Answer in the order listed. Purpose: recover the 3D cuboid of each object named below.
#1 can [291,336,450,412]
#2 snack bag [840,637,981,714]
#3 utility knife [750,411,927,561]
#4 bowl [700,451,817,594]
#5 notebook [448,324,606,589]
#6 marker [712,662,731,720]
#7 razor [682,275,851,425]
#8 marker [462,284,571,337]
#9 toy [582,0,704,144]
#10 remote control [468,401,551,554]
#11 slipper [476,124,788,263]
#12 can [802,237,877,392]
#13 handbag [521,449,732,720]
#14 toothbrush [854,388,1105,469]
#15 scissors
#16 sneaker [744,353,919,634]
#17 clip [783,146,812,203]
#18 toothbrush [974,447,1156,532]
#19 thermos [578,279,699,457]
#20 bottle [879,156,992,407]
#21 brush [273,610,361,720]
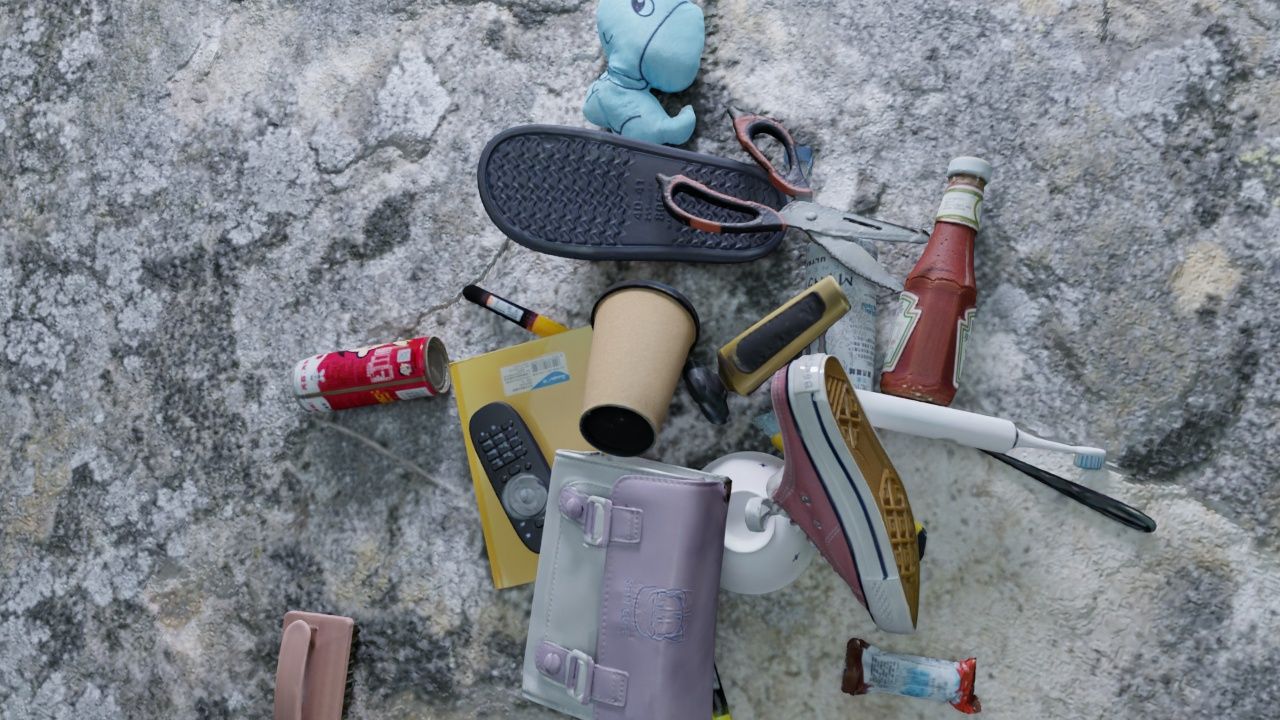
[{"bbox_3d":[-0.244,0.014,0.833,0.133,0.053,0.053,-9,79,10],"label":"can"},{"bbox_3d":[0.211,0.245,0.712,0.105,0.026,0.045,5,90,14],"label":"snack bag"},{"bbox_3d":[0.162,0.100,0.752,0.177,0.015,0.033,40,90,15],"label":"utility knife"},{"bbox_3d":[0.085,0.130,0.739,0.118,0.064,0.118,-2,80,12],"label":"bowl"},{"bbox_3d":[-0.080,0.084,0.800,0.146,0.010,0.206,-15,83,9],"label":"notebook"},{"bbox_3d":[0.059,0.270,0.747,0.018,0.015,0.124,-18,74,7],"label":"marker"},{"bbox_3d":[0.099,-0.010,0.735,0.168,0.067,0.062,-39,69,33],"label":"razor"},{"bbox_3d":[-0.109,-0.041,0.835,0.124,0.015,0.018,25,91,16],"label":"marker"},{"bbox_3d":[0.007,-0.274,0.834,0.156,0.050,0.161,-44,80,4],"label":"toy"},{"bbox_3d":[-0.102,0.099,0.784,0.053,0.024,0.136,-29,81,7],"label":"remote control"},{"bbox_3d":[-0.008,-0.132,0.804,0.268,0.083,0.110,7,85,-6],"label":"slipper"},{"bbox_3d":[0.163,-0.025,0.752,0.058,0.058,0.146,3,81,12],"label":"can"},{"bbox_3d":[-0.009,0.176,0.705,0.145,0.098,0.197,6,89,34],"label":"handbag"},{"bbox_3d":[0.256,0.054,0.709,0.221,0.026,0.026,12,97,-6],"label":"toothbrush"},{"bbox_3d":[0.118,-0.128,0.743,0.189,0.015,0.224,-18,67,-3],"label":"scissors"},{"bbox_3d":[0.140,0.105,0.680,0.088,0.118,0.241,-14,115,30],"label":"sneaker"},{"bbox_3d":[0.136,-0.157,0.802,0.027,0.044,0.058,6,91,7],"label":"clip"},{"bbox_3d":[0.316,0.090,0.723,0.181,0.018,0.015,26,83,13],"label":"toothbrush"},{"bbox_3d":[-0.004,0.004,0.736,0.093,0.093,0.143,2,46,12],"label":"thermos"},{"bbox_3d":[0.245,-0.064,0.743,0.060,0.060,0.206,14,83,14],"label":"bottle"},{"bbox_3d":[-0.285,0.291,0.784,0.063,0.073,0.145,4,83,11],"label":"brush"}]
